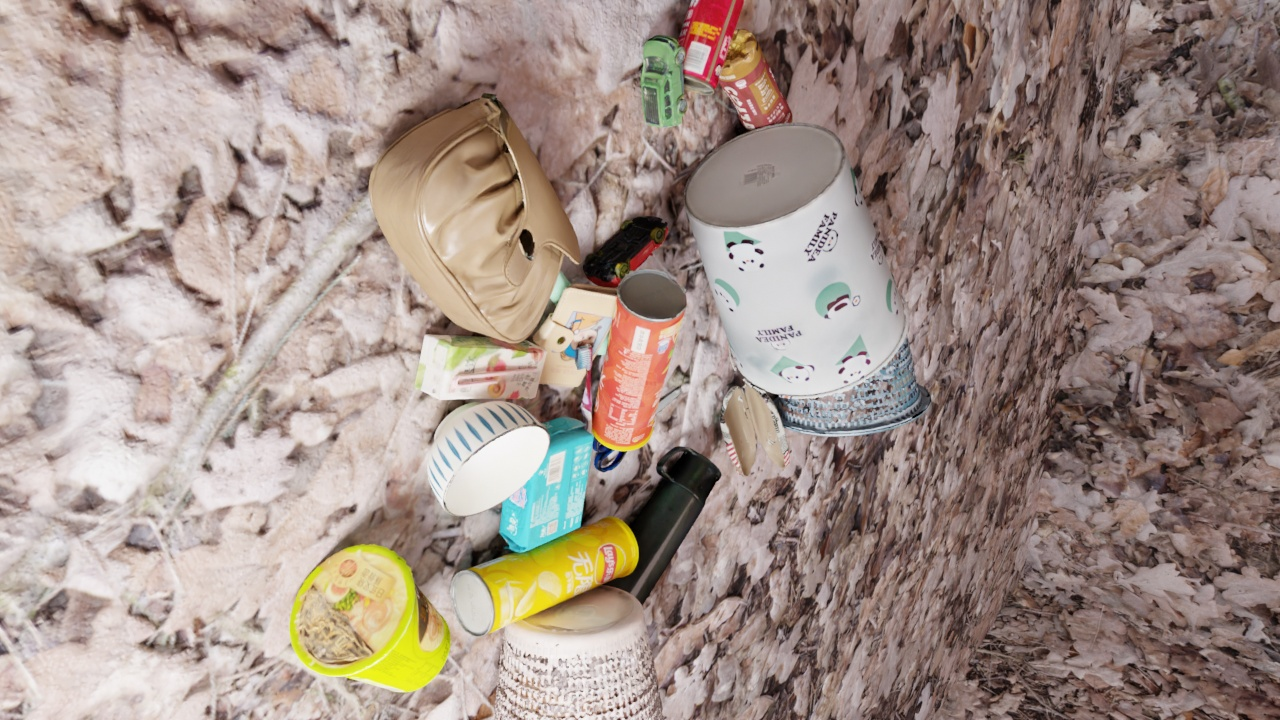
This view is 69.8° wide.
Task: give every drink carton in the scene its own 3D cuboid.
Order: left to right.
[{"bbox_3d":[-0.145,0.007,0.848,0.122,0.045,0.053,2,106,-53],"label":"drink carton"}]

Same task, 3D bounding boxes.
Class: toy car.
[{"bbox_3d":[-0.012,-0.115,0.961,0.106,0.049,0.031,-49,141,-27],"label":"toy car"},{"bbox_3d":[0.021,-0.281,0.928,0.036,0.043,0.091,-31,130,-41],"label":"toy car"}]

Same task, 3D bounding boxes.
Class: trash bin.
[{"bbox_3d":[-0.069,0.361,1.006,0.226,0.228,0.192,-12,103,-51],"label":"trash bin"},{"bbox_3d":[0.178,-0.121,1.076,0.229,0.230,0.252,-51,136,-24],"label":"trash bin"},{"bbox_3d":[0.284,-0.025,1.290,0.225,0.227,0.195,-27,114,-44],"label":"trash bin"}]

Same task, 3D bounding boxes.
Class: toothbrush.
[{"bbox_3d":[-0.061,0.052,0.979,0.017,0.016,0.188,-18,139,-21],"label":"toothbrush"},{"bbox_3d":[-0.050,-0.032,0.971,0.027,0.026,0.224,-65,146,-21],"label":"toothbrush"}]

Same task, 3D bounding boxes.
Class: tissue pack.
[{"bbox_3d":[-0.100,0.132,0.966,0.093,0.050,0.133,-14,118,-51],"label":"tissue pack"}]

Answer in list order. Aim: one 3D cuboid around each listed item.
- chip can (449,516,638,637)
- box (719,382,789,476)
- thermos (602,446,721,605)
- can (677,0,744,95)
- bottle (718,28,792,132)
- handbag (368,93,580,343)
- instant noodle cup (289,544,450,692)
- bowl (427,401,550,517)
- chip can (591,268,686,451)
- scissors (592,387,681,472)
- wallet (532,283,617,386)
[{"bbox_3d":[-0.098,0.228,0.988,0.212,0.072,0.072,-10,115,-47],"label":"chip can"},{"bbox_3d":[0.167,0.099,1.278,0.076,0.088,0.163,-62,144,-37],"label":"box"},{"bbox_3d":[0.008,0.218,1.153,0.090,0.069,0.242,46,65,-24],"label":"thermos"},{"bbox_3d":[0.072,-0.349,0.953,0.053,0.053,0.133,13,96,-55],"label":"can"},{"bbox_3d":[0.134,-0.302,1.058,0.057,0.057,0.175,-62,145,-11],"label":"bottle"},{"bbox_3d":[-0.125,-0.111,0.768,0.147,0.100,0.204,-59,148,-20],"label":"handbag"},{"bbox_3d":[-0.227,0.237,0.811,0.111,0.112,0.123,-54,151,-21],"label":"instant noodle cup"},{"bbox_3d":[-0.148,0.081,0.847,0.116,0.066,0.117,-33,152,-20],"label":"bowl"},{"bbox_3d":[-0.006,0.006,0.950,0.073,0.073,0.217,-41,157,-35],"label":"chip can"},{"bbox_3d":[0.000,0.084,1.112,0.174,0.012,0.108,-4,108,-54],"label":"scissors"},{"bbox_3d":[-0.070,-0.025,0.923,0.087,0.024,0.115,3,126,-48],"label":"wallet"}]
